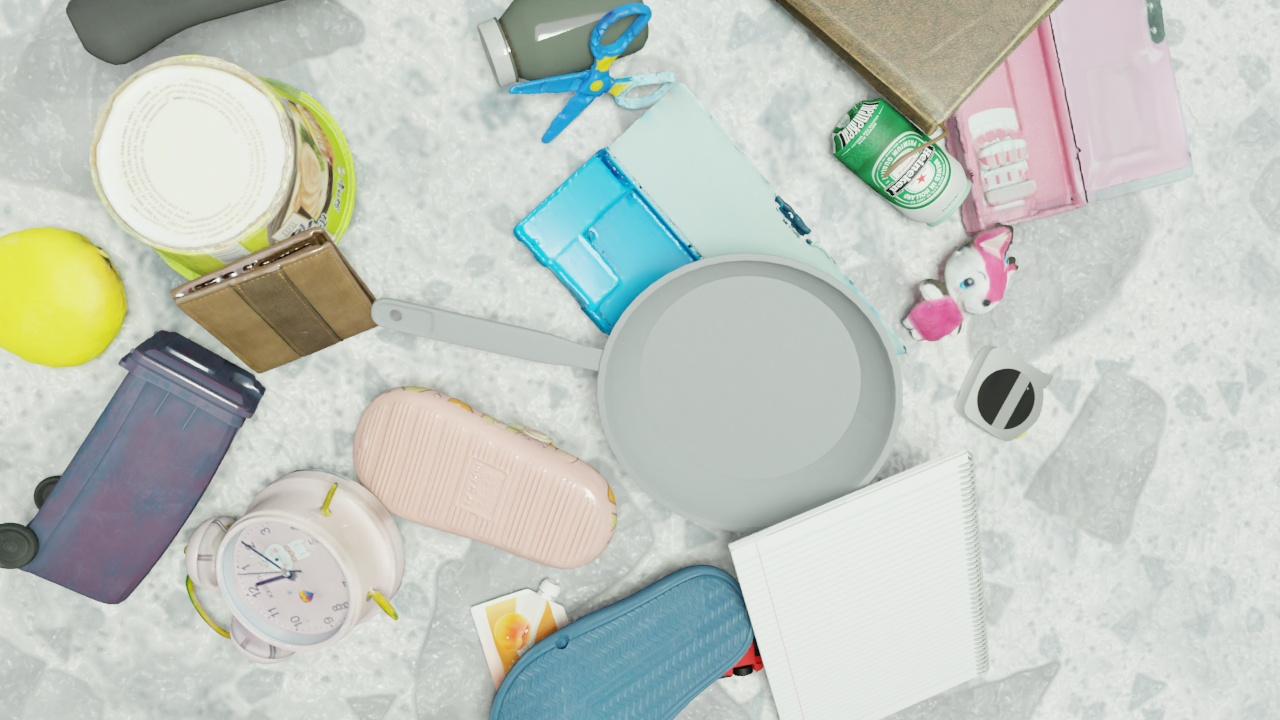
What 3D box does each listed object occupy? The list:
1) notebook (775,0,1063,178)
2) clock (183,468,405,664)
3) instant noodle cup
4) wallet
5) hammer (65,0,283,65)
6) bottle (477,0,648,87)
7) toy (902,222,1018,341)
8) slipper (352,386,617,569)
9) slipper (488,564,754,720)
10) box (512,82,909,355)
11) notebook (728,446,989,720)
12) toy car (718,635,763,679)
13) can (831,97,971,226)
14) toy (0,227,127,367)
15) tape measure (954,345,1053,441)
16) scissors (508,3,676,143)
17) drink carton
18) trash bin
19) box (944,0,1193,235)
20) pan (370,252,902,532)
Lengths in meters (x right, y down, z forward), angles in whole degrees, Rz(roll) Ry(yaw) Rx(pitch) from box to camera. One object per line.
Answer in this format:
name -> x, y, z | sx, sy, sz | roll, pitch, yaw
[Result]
notebook -> 0.163, -0.263, 0.639 | 0.215, 0.034, 0.190 | 43, 92, 7
clock -> -0.241, 0.144, 0.624 | 0.158, 0.058, 0.117 | -21, 102, 18
instant noodle cup -> -0.263, -0.119, 0.577 | 0.146, 0.098, 0.146 | 0, 88, -2
wallet -> -0.229, -0.035, 0.596 | 0.098, 0.121, 0.027 | -23, 70, -6
hammer -> -0.195, -0.257, 0.578 | 0.310, 0.030, 0.125 | -28, 96, -22
bottle -> -0.053, -0.226, 0.627 | 0.108, 0.060, 0.060 | -21, 98, -6
toy -> 0.249, -0.050, 0.692 | 0.102, 0.050, 0.065 | -42, 134, 8
slipper -> -0.101, 0.074, 0.638 | 0.197, 0.081, 0.093 | 19, 105, 14
slipper -> -0.015, 0.223, 0.661 | 0.213, 0.059, 0.104 | -34, 85, -10
box -> 0.049, -0.055, 0.657 | 0.170, 0.071, 0.243 | -38, 101, 21
notebook -> 0.171, 0.186, 0.676 | 0.178, 0.013, 0.246 | -21, 124, -5
toy car -> 0.048, 0.225, 0.705 | 0.089, 0.025, 0.038 | -8, 90, -10
can -> 0.190, -0.146, 0.675 | 0.101, 0.053, 0.053 | 36, 89, -10
toy -> -0.390, -0.041, 0.606 | 0.094, 0.041, 0.095 | -35, 100, 1
tape measure -> 0.287, 0.027, 0.725 | 0.064, 0.017, 0.065 | 28, 91, -10
scissors -> -0.026, -0.192, 0.633 | 0.126, 0.127, 0.015 | -40, 57, 33
drink carton -> -0.077, 0.230, 0.686 | 0.069, 0.039, 0.122 | -17, 92, -6
trash bin -> -0.329, 0.064, 0.600 | 0.092, 0.094, 0.161 | 33, 92, -19
box -> 0.306, -0.227, 0.691 | 0.179, 0.039, 0.232 | -14, 97, -2
pan -> -0.004, 0.004, 0.622 | 0.356, 0.050, 0.201 | 15, 113, 3
